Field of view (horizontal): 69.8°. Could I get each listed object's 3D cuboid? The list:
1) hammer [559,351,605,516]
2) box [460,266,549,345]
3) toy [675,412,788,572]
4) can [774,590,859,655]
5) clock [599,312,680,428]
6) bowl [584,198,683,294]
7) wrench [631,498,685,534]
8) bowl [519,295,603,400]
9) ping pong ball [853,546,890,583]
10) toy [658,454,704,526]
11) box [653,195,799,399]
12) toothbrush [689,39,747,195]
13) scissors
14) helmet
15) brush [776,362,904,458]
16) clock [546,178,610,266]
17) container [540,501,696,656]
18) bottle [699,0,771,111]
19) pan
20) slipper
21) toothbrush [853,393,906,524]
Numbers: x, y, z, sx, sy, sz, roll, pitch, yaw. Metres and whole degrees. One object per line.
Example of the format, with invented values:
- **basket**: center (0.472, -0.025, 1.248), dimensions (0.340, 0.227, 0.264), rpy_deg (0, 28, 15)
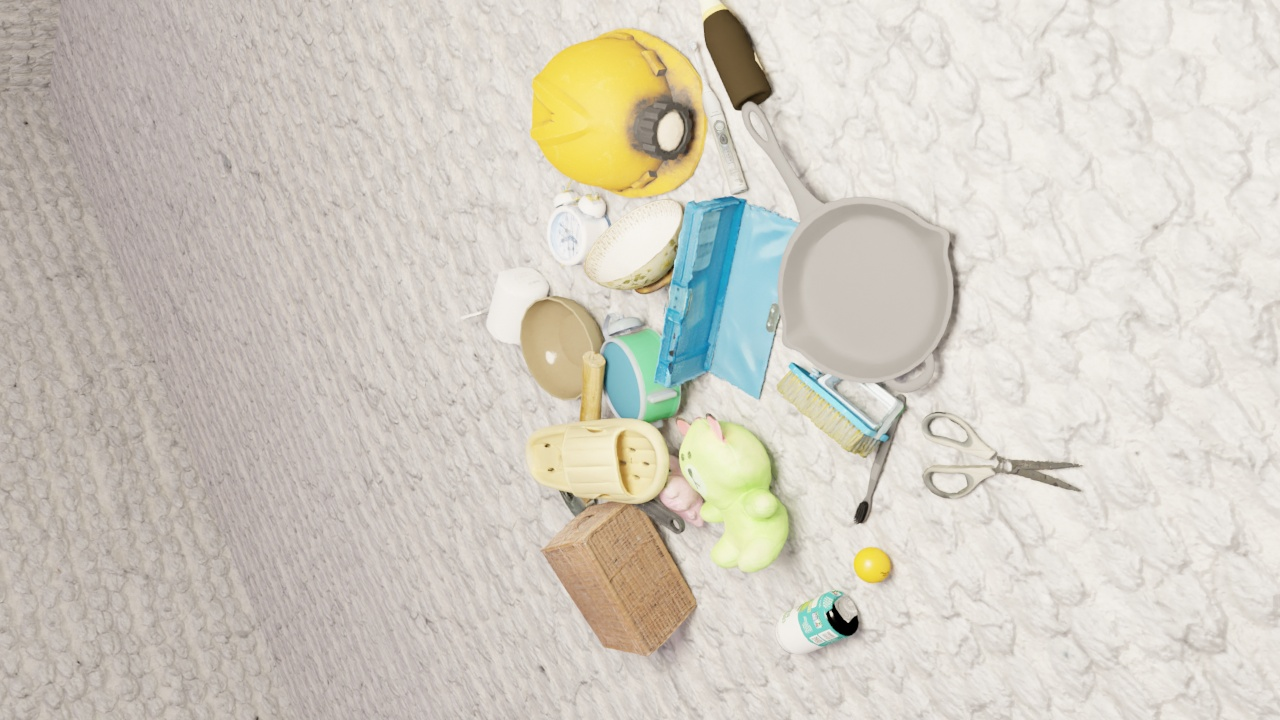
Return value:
- **hammer**: center (-0.075, 0.117, 1.296), dimensions (0.132, 0.033, 0.331), rpy_deg (42, 143, 33)
- **box**: center (-0.208, -0.086, 1.391), dimensions (0.136, 0.084, 0.147), rpy_deg (39, 129, 23)
- **toy**: center (0.115, 0.154, 1.117), dimensions (0.150, 0.107, 0.196), rpy_deg (151, 109, -70)
- **can**: center (0.209, 0.314, 1.094), dimensions (0.102, 0.054, 0.055), rpy_deg (-43, 71, 45)
- **clock**: center (-0.007, 0.007, 1.210), dimensions (0.161, 0.075, 0.122), rpy_deg (61, 151, 27)
- **bowl**: center (0.006, -0.129, 1.139), dimensions (0.145, 0.144, 0.063), rpy_deg (0, 140, 46)
- **wrench**: center (-0.042, 0.162, 1.237), dimensions (0.273, 0.018, 0.073), rpy_deg (28, 126, 38)
- **bowl**: center (-0.103, -0.022, 1.314), dimensions (0.152, 0.050, 0.152), rpy_deg (18, 117, 38)
- **ping pong ball**: center (0.259, 0.229, 1.027), dimensions (0.040, 0.040, 0.040), rpy_deg (17, 114, 42)
- **toy**: center (0.055, 0.176, 1.206), dimensions (0.053, 0.099, 0.096), rpy_deg (-30, 106, 9)
- **box**: center (0.099, -0.064, 1.068), dimensions (0.112, 0.094, 0.232), rpy_deg (29, 121, 34)
- **toothbrush**: center (0.087, -0.282, 1.060), dimensions (0.022, 0.024, 0.185), rpy_deg (-17, 90, 7)
- **scissors**: center (0.349, 0.109, 0.916), dimensions (0.165, 0.012, 0.151), rpy_deg (44, 131, 26)
- **helmet**: center (-0.056, -0.299, 1.125), dimensions (0.256, 0.131, 0.205), rpy_deg (25, 120, 41)
- **brush**: center (0.214, 0.038, 1.004), dimensions (0.136, 0.055, 0.075), rpy_deg (44, 104, 37)
- **clock**: center (-0.084, -0.186, 1.249), dimensions (0.089, 0.051, 0.125), rpy_deg (18, 112, 43)
- **container**: center (-0.031, 0.298, 1.268), dimensions (0.113, 0.113, 0.198), rpy_deg (-19, 104, 49)
- **bottle**: center (0.088, -0.368, 1.014), dimensions (0.046, 0.045, 0.184), rpy_deg (-29, 81, 47)
- **pan**: center (0.203, -0.126, 0.970), dimensions (0.217, 0.024, 0.354), rpy_deg (-37, 77, 38)
- **slipper**: center (-0.076, 0.137, 1.196), dimensions (0.262, 0.079, 0.111), rpy_deg (-4, 100, 44)
- **toothbrush**: center (0.263, 0.111, 1.008), dimensions (0.013, 0.013, 0.168), rpy_deg (32, 121, 37)
